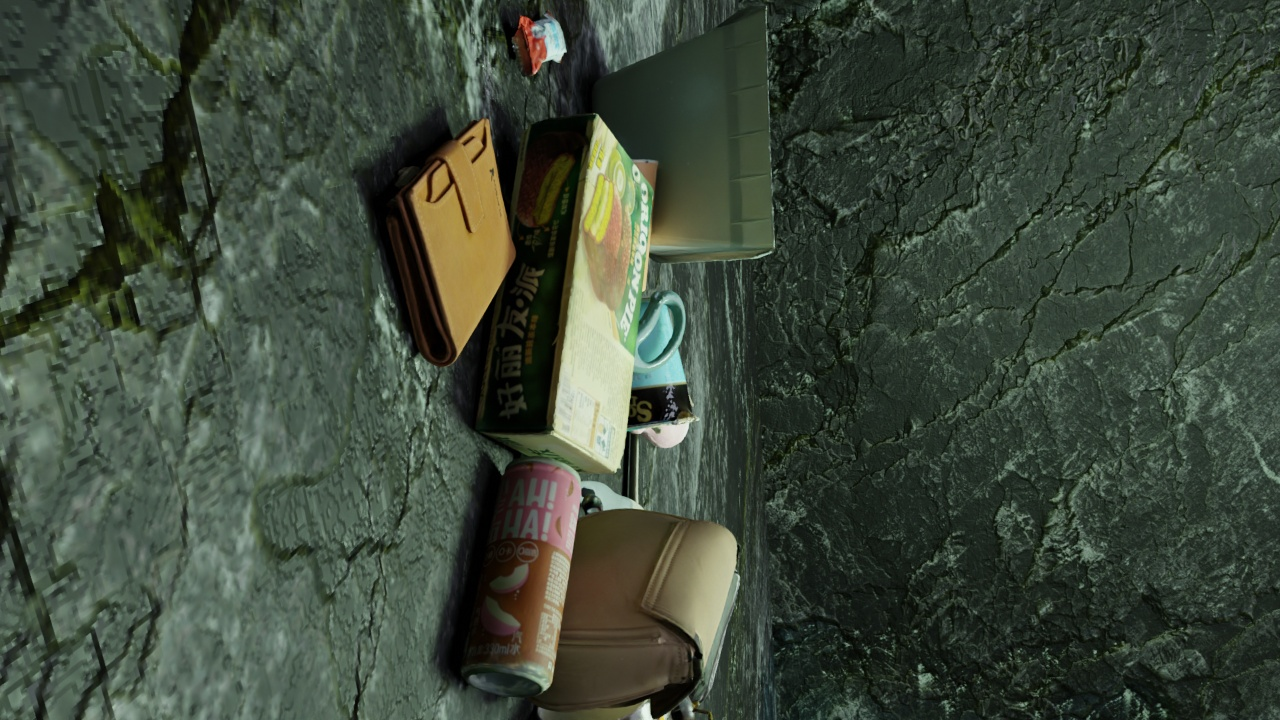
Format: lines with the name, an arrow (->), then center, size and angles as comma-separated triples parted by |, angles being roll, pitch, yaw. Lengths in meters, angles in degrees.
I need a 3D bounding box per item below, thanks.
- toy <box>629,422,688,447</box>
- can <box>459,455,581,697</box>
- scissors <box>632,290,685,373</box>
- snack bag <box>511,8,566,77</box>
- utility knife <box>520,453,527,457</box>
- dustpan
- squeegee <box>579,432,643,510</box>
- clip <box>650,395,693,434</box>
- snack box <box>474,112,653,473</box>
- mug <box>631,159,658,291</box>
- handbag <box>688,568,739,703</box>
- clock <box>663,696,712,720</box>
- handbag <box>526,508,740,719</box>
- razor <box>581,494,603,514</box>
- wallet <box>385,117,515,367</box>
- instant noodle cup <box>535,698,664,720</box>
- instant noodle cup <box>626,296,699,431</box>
toy -> 0.009, 0.036, 1.011 | 0.159, 0.054, 0.121 | 14, 59, -66
can -> -0.076, 0.139, 0.601 | 0.058, 0.058, 0.147 | 73, 19, -51
scissors -> -0.039, -0.039, 0.788 | 0.174, 0.019, 0.176 | -41, 106, -32
snack bag -> -0.078, -0.253, 0.726 | 0.105, 0.026, 0.045 | -68, 145, -64
utility knife -> -0.070, 0.085, 0.758 | 0.175, 0.019, 0.031 | 23, 71, -82
dustpan -> 0.049, -0.206, 0.934 | 0.142, 0.258, 0.222 | -6, 95, -54
squeegee -> -0.021, 0.146, 0.910 | 0.246, 0.039, 0.246 | 53, 36, -69
clip -> 0.009, 0.031, 0.931 | 0.104, 0.035, 0.089 | 47, 35, -27
snack box -> -0.048, -0.047, 0.669 | 0.114, 0.063, 0.239 | 40, 52, -60
mug -> -0.024, -0.126, 0.863 | 0.078, 0.078, 0.123 | -41, 133, -75
handbag -> 0.044, 0.274, 0.996 | 0.197, 0.098, 0.145 | 88, 8, -86
clock -> 0.004, 0.327, 0.815 | 0.082, 0.122, 0.055 | -49, 123, -72
handbag -> -0.008, 0.189, 0.698 | 0.204, 0.148, 0.100 | -50, 135, -66
razor -> -0.028, 0.169, 0.833 | 0.022, 0.043, 0.143 | -95, 171, -46
wallet -> -0.109, -0.075, 0.548 | 0.131, 0.031, 0.108 | -75, 161, -58
instant noodle cup -> -0.024, 0.310, 0.706 | 0.118, 0.118, 0.114 | -41, 120, -75
instant noodle cup -> -0.005, 0.005, 0.870 | 0.111, 0.111, 0.120 | 7, 75, -78
